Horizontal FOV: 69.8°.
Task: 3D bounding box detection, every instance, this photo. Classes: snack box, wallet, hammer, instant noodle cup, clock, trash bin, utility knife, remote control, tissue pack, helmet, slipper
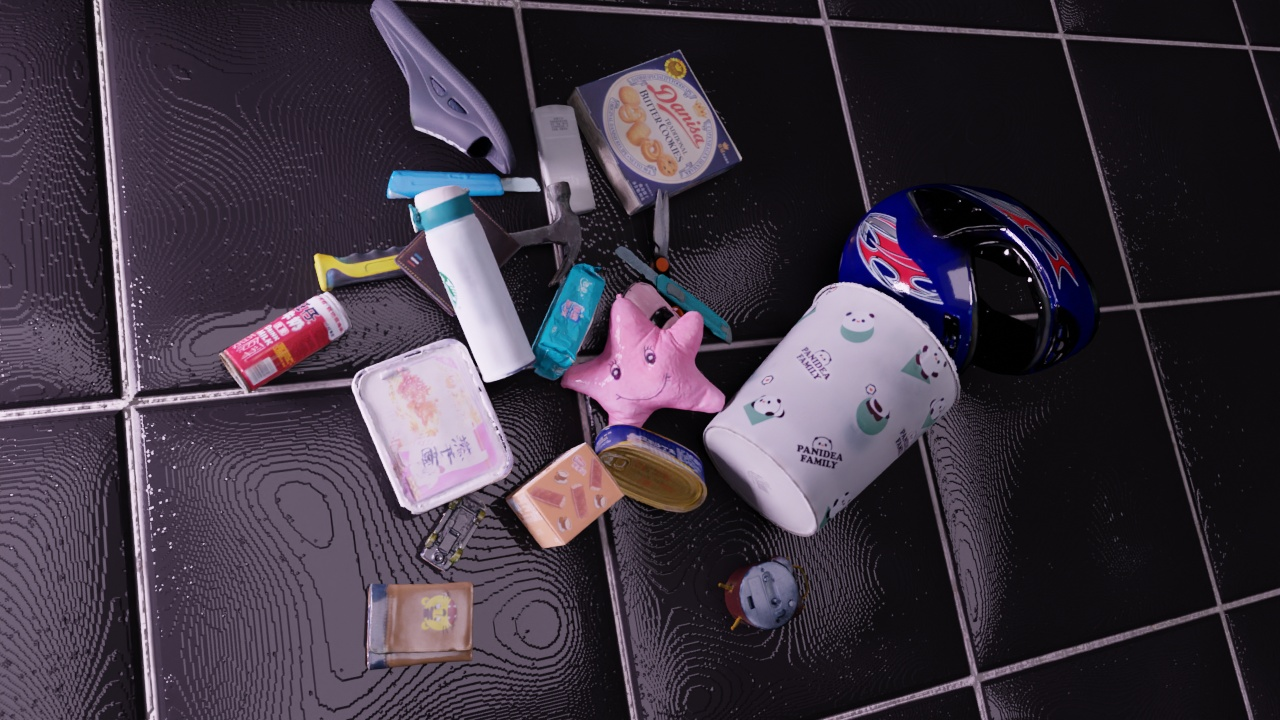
[{"bbox_3d":[-0.089,0.158,1.066,0.094,0.093,0.077,-38,92,-25],"label":"snack box"},{"bbox_3d":[-0.241,0.290,1.009,0.115,0.033,0.090,4,74,-24],"label":"wallet"},{"bbox_3d":[-0.224,-0.130,1.112,0.322,0.032,0.126,-14,93,-21],"label":"hammer"},{"bbox_3d":[-0.216,-0.127,1.088,0.096,0.020,0.122,45,72,-15],"label":"wallet"},{"bbox_3d":[-0.238,0.076,1.047,0.137,0.060,0.173,-22,87,-25],"label":"instant noodle cup"},{"bbox_3d":[0.161,0.292,1.153,0.121,0.055,0.082,-13,81,-25],"label":"clock"},{"bbox_3d":[0.228,0.067,1.151,0.251,0.230,0.229,-42,94,-19],"label":"trash bin"},{"bbox_3d":[0.020,-0.313,1.253,0.182,0.046,0.178,-29,89,-24],"label":"snack box"},{"bbox_3d":[0.048,-0.085,1.188,0.223,0.013,0.029,34,59,-32],"label":"utility knife"},{"bbox_3d":[-0.102,-0.263,1.205,0.058,0.021,0.150,-9,81,-20],"label":"remote control"},{"bbox_3d":[-0.089,-0.048,1.118,0.050,0.093,0.133,25,70,-10],"label":"tissue pack"},{"bbox_3d":[0.404,-0.091,1.216,0.240,0.248,0.315,-22,46,-15],"label":"helmet"},{"bbox_3d":[-0.256,-0.320,1.124,0.083,0.111,0.268,-40,88,-9],"label":"slipper"},{"bbox_3d":[-0.219,-0.220,1.151,0.194,0.018,0.034,-4,90,-23],"label":"utility knife"}]

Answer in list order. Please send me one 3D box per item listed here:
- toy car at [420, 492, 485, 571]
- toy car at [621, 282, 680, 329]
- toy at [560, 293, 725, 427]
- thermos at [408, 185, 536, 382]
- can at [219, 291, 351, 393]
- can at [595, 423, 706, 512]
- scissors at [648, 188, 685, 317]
[{"bbox_3d":[-0.212,0.192,1.042,0.042,0.035,0.090,35,67,-12],"label":"toy car"},{"bbox_3d":[0.024,-0.047,1.163,0.122,0.037,0.056,46,66,-18],"label":"toy car"},{"bbox_3d":[-0.007,0.007,1.120,0.195,0.074,0.178,-18,95,13],"label":"toy"},{"bbox_3d":[-0.193,-0.089,1.047,0.073,0.073,0.224,-26,102,-25],"label":"thermos"},{"bbox_3d":[-0.390,-0.021,1.014,0.132,0.053,0.053,-37,92,-25],"label":"can"},{"bbox_3d":[0.012,0.131,1.117,0.148,0.075,0.049,25,30,-17],"label":"can"},{"bbox_3d":[0.036,-0.109,1.206,0.143,0.022,0.234,29,74,-25],"label":"scissors"}]
